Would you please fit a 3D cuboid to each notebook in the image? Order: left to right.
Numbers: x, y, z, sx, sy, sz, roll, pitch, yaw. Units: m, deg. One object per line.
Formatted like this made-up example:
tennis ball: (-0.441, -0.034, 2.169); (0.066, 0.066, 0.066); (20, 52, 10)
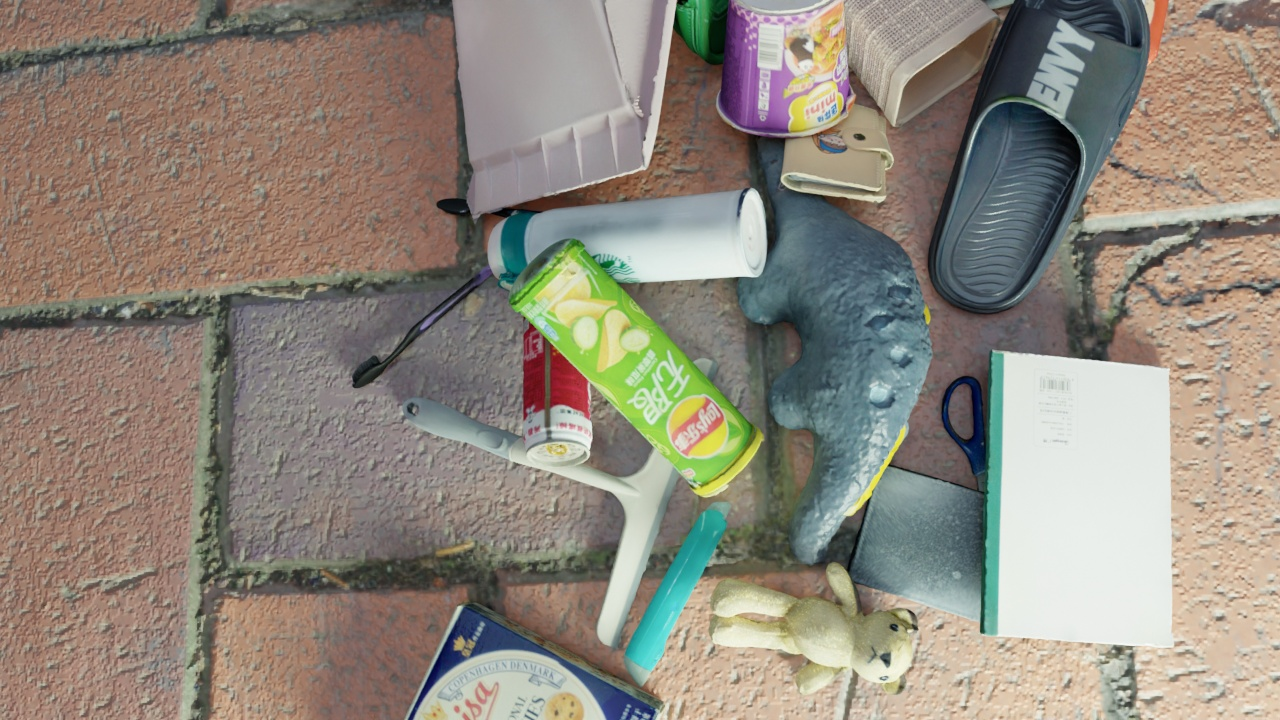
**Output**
notebook: (0.325, 0.101, 0.680); (0.150, 0.012, 0.209); (6, 83, -8)

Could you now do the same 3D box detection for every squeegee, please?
squeegee: (-0.092, 0.075, 0.756); (0.247, 0.039, 0.246); (20, 85, 11)

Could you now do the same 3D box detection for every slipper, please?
slipper: (0.294, -0.159, 0.676); (0.111, 0.083, 0.268); (20, 104, 12)

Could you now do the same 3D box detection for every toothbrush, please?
toothbrush: (-0.180, -0.040, 0.799); (0.189, 0.014, 0.016); (-41, 54, 0)
toothbrush: (-0.086, -0.123, 0.797); (0.189, 0.016, 0.014); (8, 74, 7)

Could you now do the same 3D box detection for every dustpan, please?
dustpan: (-0.043, -0.264, 0.742); (0.223, 0.138, 0.273); (0, 102, 45)

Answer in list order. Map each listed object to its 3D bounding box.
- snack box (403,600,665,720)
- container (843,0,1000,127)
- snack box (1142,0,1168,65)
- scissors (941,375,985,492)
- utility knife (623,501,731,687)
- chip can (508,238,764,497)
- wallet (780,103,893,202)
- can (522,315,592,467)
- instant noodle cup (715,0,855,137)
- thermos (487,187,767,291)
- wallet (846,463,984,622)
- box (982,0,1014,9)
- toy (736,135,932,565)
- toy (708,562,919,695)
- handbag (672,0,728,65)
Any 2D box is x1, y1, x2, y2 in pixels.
snack box: (-0.100, 0.312, 0.721); (0.182, 0.046, 0.178); (24, 86, 10)
container: (0.209, -0.267, 0.734); (0.090, 0.090, 0.111); (-35, 75, 2)
snack box: (0.360, -0.266, 0.716); (0.091, 0.082, 0.080); (6, 93, 11)
scissors: (0.261, 0.094, 0.714); (0.128, 0.012, 0.173); (32, 89, 10)
utility knife: (0.030, 0.184, 0.736); (0.029, 0.013, 0.161); (29, 84, 9)
chip can: (-0.004, 0.004, 0.698); (0.072, 0.072, 0.221); (-44, 100, 0)
wallet: (0.158, -0.172, 0.731); (0.087, 0.024, 0.114); (12, 47, 0)
can: (-0.067, 0.015, 0.730); (0.053, 0.053, 0.132); (-8, 62, 7)
instant noodle cup: (0.113, -0.246, 0.718); (0.111, 0.099, 0.111); (-4, 45, 4)
thermos: (-0.017, -0.091, 0.730); (0.225, 0.073, 0.073); (-1, 82, 24)
wallet: (0.228, 0.141, 0.703); (0.121, 0.019, 0.097); (16, 89, 17)
box: (0.271, -0.389, 0.763); (0.095, 0.091, 0.201); (-25, 76, 48)
toy: (0.153, -0.025, 0.715); (0.138, 0.091, 0.356); (-14, 78, 34)
toy: (0.128, 0.203, 0.690); (0.157, 0.066, 0.105); (12, 89, 3)
handbag: (0.078, -0.316, 0.744); (0.131, 0.120, 0.068); (-40, 73, 3)
